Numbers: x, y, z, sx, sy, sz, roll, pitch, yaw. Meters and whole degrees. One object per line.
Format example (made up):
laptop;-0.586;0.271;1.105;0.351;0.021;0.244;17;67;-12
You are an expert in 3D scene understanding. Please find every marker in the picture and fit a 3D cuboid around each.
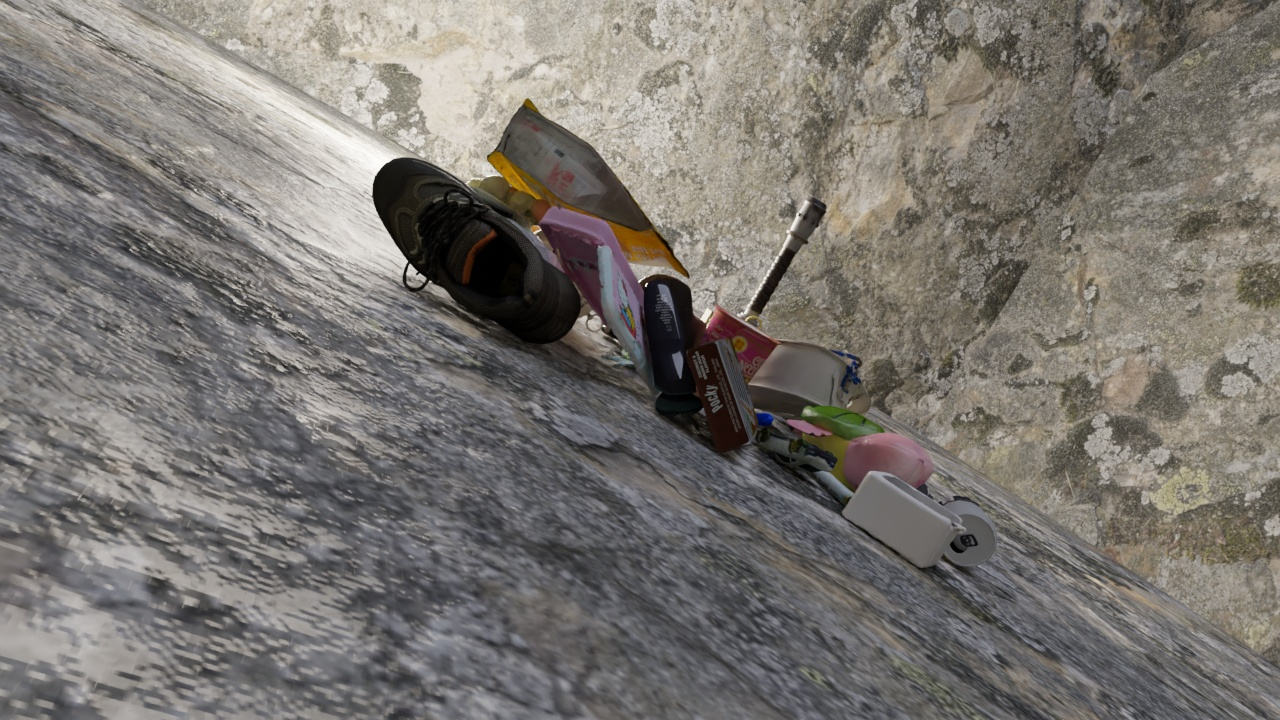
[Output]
marker;0.201;0.127;1.022;0.017;0.017;0.146;27;7;-22

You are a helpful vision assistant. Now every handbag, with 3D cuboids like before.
handbag;-0.142;-0.125;0.977;0.171;0.123;0.112;36;-6;34
handbag;0.216;0.034;1.249;0.201;0.093;0.199;8;-18;43

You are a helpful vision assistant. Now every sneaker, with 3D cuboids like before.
sneaker;0.002;-0.061;1.142;0.120;0.095;0.234;26;-1;18
sneaker;-0.168;-0.103;0.809;0.238;0.101;0.143;38;2;13

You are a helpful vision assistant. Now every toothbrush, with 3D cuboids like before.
toothbrush;0.142;0.070;1.083;0.018;0.016;0.182;36;-2;1

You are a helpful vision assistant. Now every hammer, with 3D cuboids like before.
hammer;0.206;-0.118;1.500;0.100;0.325;0.190;28;8;-13

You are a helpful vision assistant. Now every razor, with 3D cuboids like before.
razor;0.027;-0.013;0.900;0.047;0.142;0.052;-5;-17;-16

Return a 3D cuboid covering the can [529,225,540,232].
can;-0.146;-0.142;1.244;0.079;0.079;0.142;33;8;22

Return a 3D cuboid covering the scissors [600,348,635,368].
scissors;-0.003;0.005;1.065;0.078;0.033;0.175;34;12;12

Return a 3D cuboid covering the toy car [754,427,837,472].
toy car;0.167;0.101;1.003;0.048;0.033;0.105;23;-4;-29

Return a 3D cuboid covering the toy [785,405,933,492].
toy;0.254;0.108;1.089;0.190;0.087;0.238;40;-4;-12

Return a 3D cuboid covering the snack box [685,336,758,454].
snack box;0.086;0.030;0.935;0.186;0.032;0.101;-16;88;-80

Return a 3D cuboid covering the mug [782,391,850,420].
mug;0.277;0.076;1.354;0.104;0.084;0.112;42;-29;26

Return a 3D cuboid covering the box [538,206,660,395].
box;-0.022;-0.063;0.915;0.150;0.073;0.201;50;-4;29

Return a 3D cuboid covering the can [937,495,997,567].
can;0.359;0.191;1.022;0.064;0.064;0.127;32;7;12

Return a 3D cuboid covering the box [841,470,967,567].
box;0.269;0.150;0.912;0.102;0.076;0.107;33;10;28

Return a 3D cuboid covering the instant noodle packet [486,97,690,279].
instant noodle packet;-0.044;-0.169;1.011;0.221;0.084;0.163;38;-2;16

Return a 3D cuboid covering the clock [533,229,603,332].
clock;-0.097;-0.100;1.144;0.157;0.103;0.061;54;-9;-21

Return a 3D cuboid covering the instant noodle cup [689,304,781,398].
instant noodle cup;0.108;0.000;1.157;0.097;0.109;0.097;30;8;-4

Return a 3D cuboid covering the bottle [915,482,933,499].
bottle;0.338;0.167;1.180;0.112;0.047;0.047;26;8;-36
